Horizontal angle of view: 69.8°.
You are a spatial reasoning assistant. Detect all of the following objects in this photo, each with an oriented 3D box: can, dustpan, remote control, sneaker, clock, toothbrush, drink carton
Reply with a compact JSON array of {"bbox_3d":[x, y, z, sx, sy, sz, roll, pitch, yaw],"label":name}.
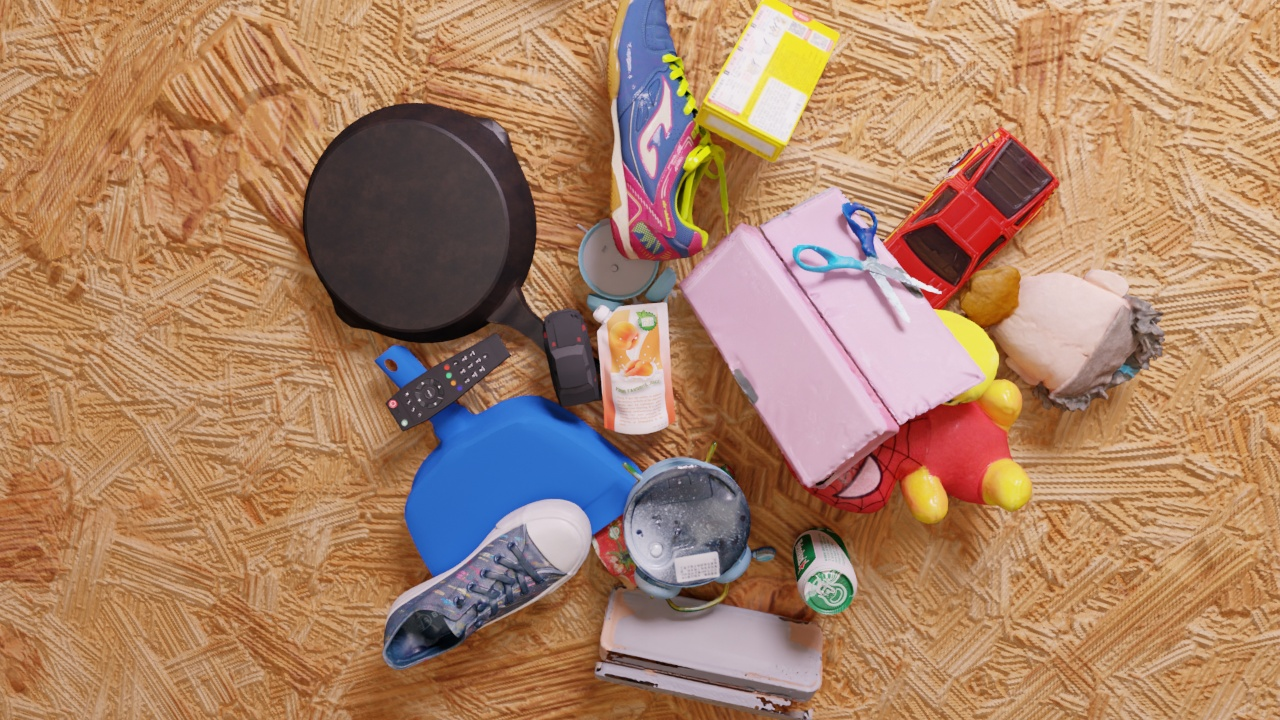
[{"bbox_3d":[0.170,0.194,0.854,0.053,0.101,0.053,1,101,5],"label":"can"},{"bbox_3d":[-0.166,0.094,0.891,0.246,0.059,0.257,-37,105,11],"label":"dustpan"},{"bbox_3d":[-0.178,0.019,0.854,0.125,0.010,0.039,-33,84,4],"label":"remote control"},{"bbox_3d":[-0.145,0.219,0.860,0.236,0.079,0.087,-34,104,11],"label":"sneaker"},{"bbox_3d":[0.026,-0.207,0.793,0.091,0.116,0.242,0,91,14],"label":"sneaker"},{"bbox_3d":[-0.013,-0.076,0.851,0.087,0.042,0.123,-18,97,9],"label":"clock"},{"bbox_3d":[0.043,0.162,0.852,0.118,0.060,0.162,-9,101,-5],"label":"clock"},{"bbox_3d":[0.069,0.200,0.909,0.132,0.016,0.021,-10,96,7],"label":"toothbrush"},{"bbox_3d":[-0.005,0.005,0.855,0.069,0.038,0.122,-5,111,-2],"label":"drink carton"}]

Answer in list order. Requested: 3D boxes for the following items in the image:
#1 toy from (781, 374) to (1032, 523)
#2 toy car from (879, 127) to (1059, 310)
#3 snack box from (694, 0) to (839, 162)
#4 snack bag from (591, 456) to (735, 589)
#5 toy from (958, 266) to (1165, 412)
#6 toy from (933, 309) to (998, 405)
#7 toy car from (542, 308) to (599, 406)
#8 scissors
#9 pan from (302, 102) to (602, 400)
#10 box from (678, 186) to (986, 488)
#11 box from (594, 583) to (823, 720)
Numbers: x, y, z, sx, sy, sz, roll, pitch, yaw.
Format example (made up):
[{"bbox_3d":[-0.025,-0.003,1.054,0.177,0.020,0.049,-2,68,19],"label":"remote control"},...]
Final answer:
[{"bbox_3d":[0.230,0.075,0.821,0.216,0.099,0.147,2,63,4],"label":"toy"},{"bbox_3d":[0.274,-0.111,0.810,0.081,0.056,0.190,43,104,-2],"label":"toy car"},{"bbox_3d":[0.108,-0.238,0.768,0.075,0.025,0.152,28,60,0],"label":"snack box"},{"bbox_3d":[0.028,0.152,0.897,0.155,0.044,0.087,-37,94,5],"label":"snack bag"},{"bbox_3d":[0.362,-0.029,0.807,0.176,0.076,0.133,29,116,-3],"label":"toy"},{"bbox_3d":[0.258,-0.004,0.786,0.095,0.041,0.094,1,57,0],"label":"toy"},{"bbox_3d":[-0.065,-0.001,0.846,0.042,0.036,0.092,-11,106,-1],"label":"toy car"},{"bbox_3d":[0.200,-0.089,0.778,0.132,0.015,0.109,25,63,16],"label":"scissors"},{"bbox_3d":[-0.165,-0.083,0.864,0.356,0.043,0.249,41,102,-3],"label":"pan"},{"bbox_3d":[0.151,-0.030,0.781,0.179,0.059,0.232,-37,62,11],"label":"box"},{"bbox_3d":[0.067,0.288,0.905,0.216,0.094,0.107,10,78,4],"label":"box"}]
